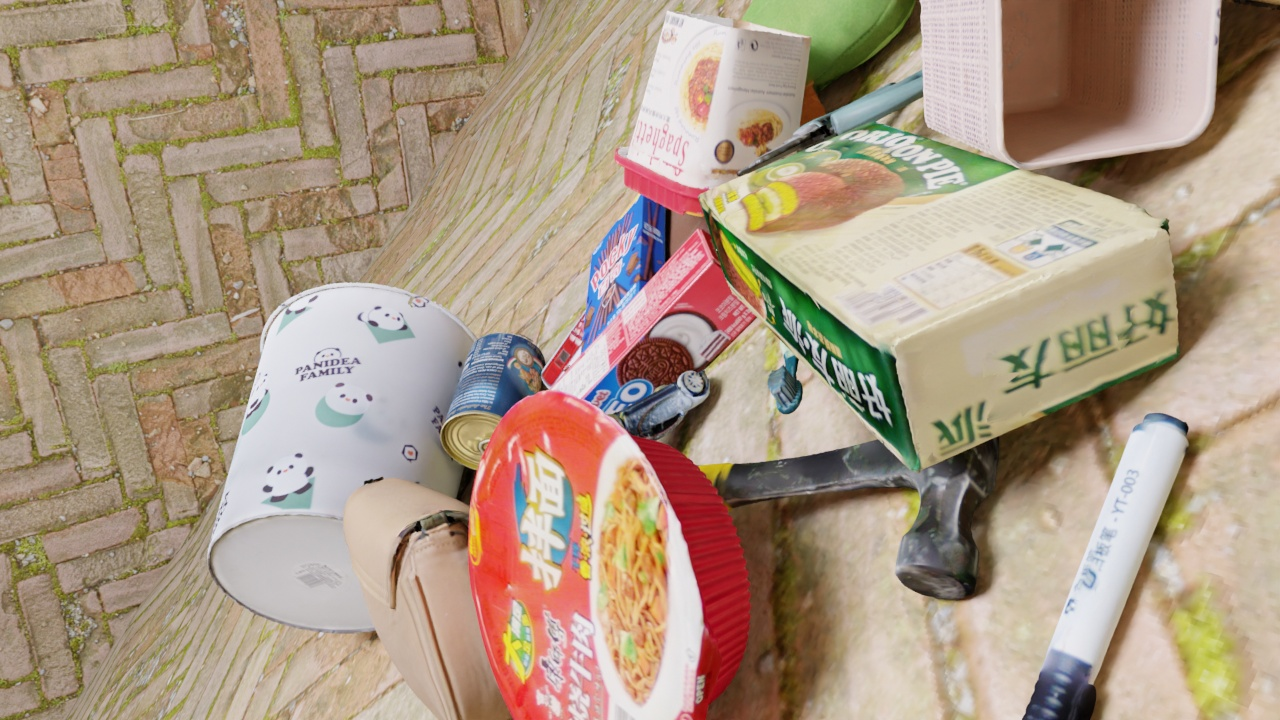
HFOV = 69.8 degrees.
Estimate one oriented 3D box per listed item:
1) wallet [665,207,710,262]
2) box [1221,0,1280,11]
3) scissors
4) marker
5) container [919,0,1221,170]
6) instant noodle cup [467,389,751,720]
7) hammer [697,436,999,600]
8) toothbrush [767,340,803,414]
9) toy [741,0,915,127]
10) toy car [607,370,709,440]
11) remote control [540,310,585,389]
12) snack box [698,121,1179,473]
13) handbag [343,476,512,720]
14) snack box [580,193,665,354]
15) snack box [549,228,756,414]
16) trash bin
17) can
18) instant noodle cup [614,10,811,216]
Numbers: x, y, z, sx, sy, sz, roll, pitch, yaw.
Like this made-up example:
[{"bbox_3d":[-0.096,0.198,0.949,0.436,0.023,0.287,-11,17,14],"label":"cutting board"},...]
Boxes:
[{"bbox_3d":[0.036,-0.108,0.767,0.101,0.032,0.124,-50,23,19],"label":"wallet"},{"bbox_3d":[0.251,-0.218,0.424,0.184,0.059,0.090,-111,30,-61],"label":"box"},{"bbox_3d":[0.129,-0.148,0.555,0.179,0.019,0.140,-32,13,-38],"label":"scissors"},{"bbox_3d":[0.155,0.077,0.305,0.023,0.018,0.130,10,68,55],"label":"marker"},{"bbox_3d":[0.182,-0.143,0.414,0.090,0.090,0.110,-10,20,-1],"label":"container"},{"bbox_3d":[-0.012,0.109,0.446,0.194,0.065,0.194,6,98,53],"label":"instant noodle cup"},{"bbox_3d":[0.036,0.069,0.492,0.324,0.032,0.125,-18,40,46],"label":"hammer"},{"bbox_3d":[0.081,-0.014,0.504,0.016,0.018,0.191,-32,12,19],"label":"toothbrush"},{"bbox_3d":[0.140,-0.263,0.698,0.247,0.090,0.226,-31,39,53],"label":"toy"},{"bbox_3d":[0.003,0.038,0.592,0.105,0.031,0.049,-28,0,-26],"label":"toy car"},{"bbox_3d":[-0.042,-0.030,0.821,0.136,0.020,0.056,-54,22,2],"label":"remote control"},{"bbox_3d":[0.116,-0.048,0.430,0.114,0.063,0.240,-23,25,-3],"label":"snack box"},{"bbox_3d":[-0.125,0.151,0.597,0.099,0.148,0.205,-23,12,-26],"label":"handbag"},{"bbox_3d":[-0.013,-0.067,0.746,0.085,0.026,0.156,-48,25,33],"label":"snack box"},{"bbox_3d":[-0.004,0.004,0.657,0.208,0.057,0.058,-46,27,20],"label":"snack box"},{"bbox_3d":[-0.265,0.094,0.848,0.230,0.229,0.251,-40,33,31],"label":"trash bin"},{"bbox_3d":[-0.131,0.035,0.834,0.075,0.075,0.111,-38,28,34],"label":"can"},{"bbox_3d":[0.056,-0.172,0.643,0.116,0.116,0.124,36,125,46],"label":"instant noodle cup"}]
